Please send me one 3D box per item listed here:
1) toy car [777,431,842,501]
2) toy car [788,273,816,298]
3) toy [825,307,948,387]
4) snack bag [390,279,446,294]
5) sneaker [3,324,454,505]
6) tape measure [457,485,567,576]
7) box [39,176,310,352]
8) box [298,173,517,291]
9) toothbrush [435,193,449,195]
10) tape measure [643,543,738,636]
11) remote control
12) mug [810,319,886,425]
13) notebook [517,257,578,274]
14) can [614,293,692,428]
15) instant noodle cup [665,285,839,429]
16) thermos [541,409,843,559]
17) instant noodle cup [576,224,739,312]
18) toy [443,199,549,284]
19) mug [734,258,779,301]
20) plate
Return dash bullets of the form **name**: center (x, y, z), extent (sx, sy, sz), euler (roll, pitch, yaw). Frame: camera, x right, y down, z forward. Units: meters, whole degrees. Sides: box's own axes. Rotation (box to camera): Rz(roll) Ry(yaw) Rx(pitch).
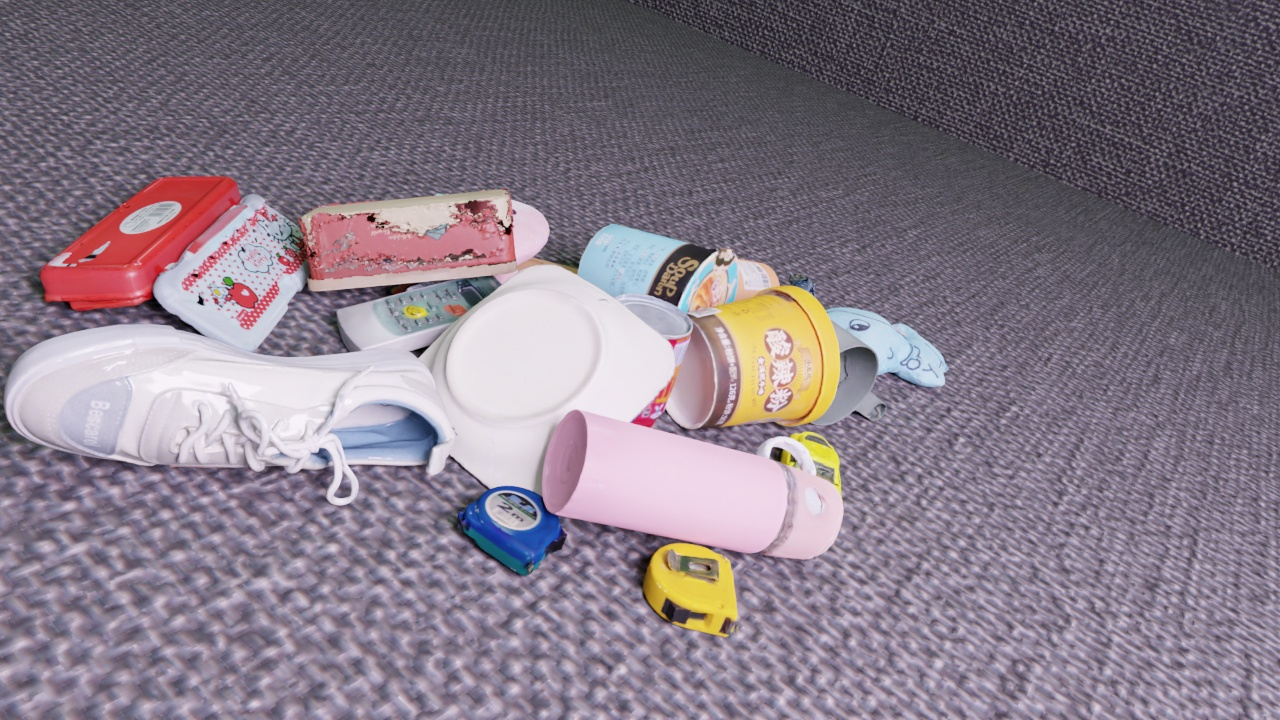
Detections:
- **toy car**: center (0.133, 0.088, 0.707), extent (0.048, 0.032, 0.105), euler (19, 29, 0)
- **toy car**: center (0.159, -0.051, 0.958), extent (0.037, 0.054, 0.120), euler (22, 28, 11)
- **toy**: center (0.247, -0.017, 0.954), extent (0.156, 0.050, 0.161), euler (31, 30, 9)
- **snack bag**: center (-0.157, -0.049, 0.781), extent (0.104, 0.026, 0.048), euler (17, 30, 11)
- **sneaker**: center (-0.220, 0.040, 0.528), extent (0.241, 0.090, 0.090), euler (3, 35, -40)
- **tape measure**: center (-0.076, 0.102, 0.558), extent (0.058, 0.025, 0.054), euler (31, 27, 15)
- **box**: center (-0.339, -0.083, 0.709), extent (0.159, 0.065, 0.200), euler (17, 28, -11)
- **box**: center (-0.189, -0.109, 0.756), extent (0.168, 0.077, 0.091), euler (-7, 17, -8)
- **toothbrush**: center (-0.220, -0.126, 0.901), extent (0.020, 0.029, 0.189), euler (54, 19, -22)
- **tape measure**: center (0.032, 0.135, 0.560), extent (0.057, 0.029, 0.060), euler (14, 27, -7)
- **remote control**: center (-0.169, -0.036, 0.727), extent (0.134, 0.019, 0.056), euler (-18, 46, -28)
- **mug**: center (0.162, 0.004, 0.847), extent (0.124, 0.084, 0.103), euler (30, 11, -45)
- **notebook**: center (-0.052, -0.038, 0.850), extent (0.149, 0.012, 0.211), euler (12, 28, -13)
- **can**: center (-0.004, 0.004, 0.709), extent (0.066, 0.094, 0.066), euler (14, 28, -8)
- **instant noodle cup**: center (0.082, 0.002, 0.753), extent (0.114, 0.119, 0.118), euler (-8, 37, -29)
- **thermos**: center (0.039, 0.076, 0.599), extent (0.198, 0.067, 0.087), euler (14, 59, -25)
- **instant noodle cup**: center (0.011, -0.070, 0.833), extent (0.120, 0.111, 0.111), euler (26, 27, 26)
- **toy**: center (-0.149, -0.111, 0.872), extent (0.121, 0.054, 0.159), euler (2, 36, -2)
- **mug**: center (0.083, -0.073, 0.933), extent (0.122, 0.078, 0.078), euler (-4, 35, -44)
- **plate**: center (-0.076, 0.003, 0.635), extent (0.164, 0.034, 0.163), euler (34, 69, 28)
